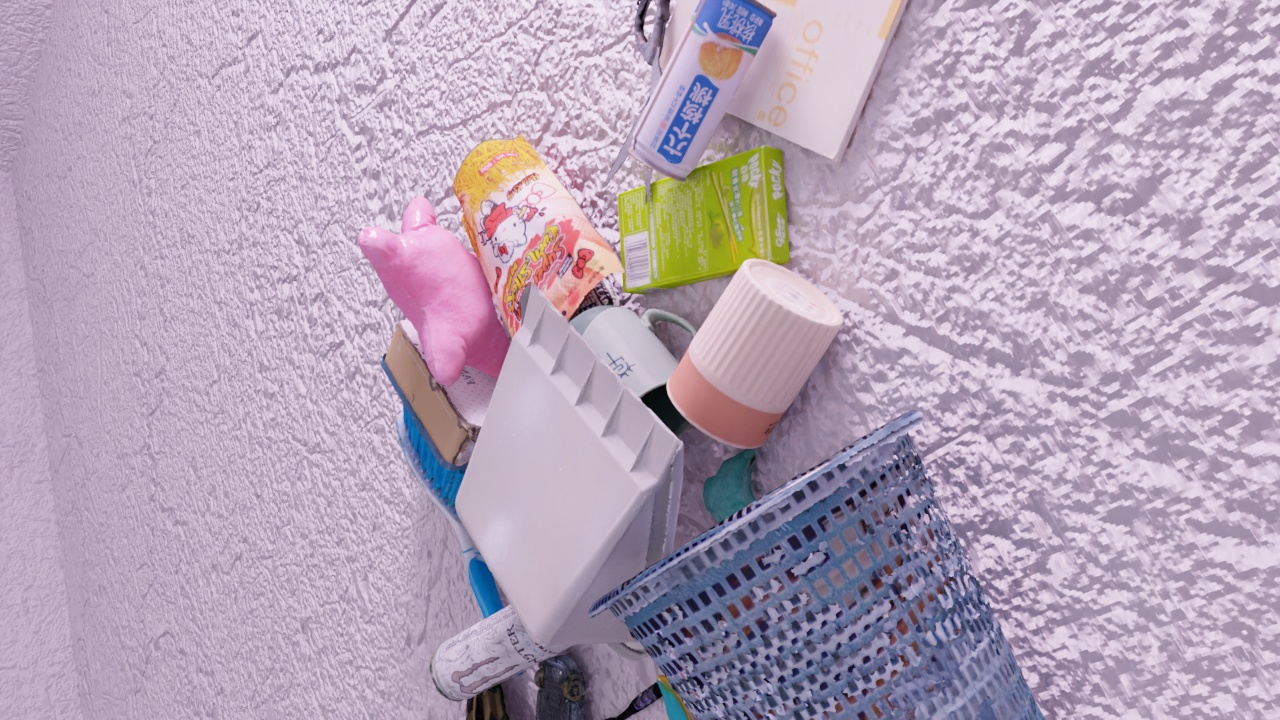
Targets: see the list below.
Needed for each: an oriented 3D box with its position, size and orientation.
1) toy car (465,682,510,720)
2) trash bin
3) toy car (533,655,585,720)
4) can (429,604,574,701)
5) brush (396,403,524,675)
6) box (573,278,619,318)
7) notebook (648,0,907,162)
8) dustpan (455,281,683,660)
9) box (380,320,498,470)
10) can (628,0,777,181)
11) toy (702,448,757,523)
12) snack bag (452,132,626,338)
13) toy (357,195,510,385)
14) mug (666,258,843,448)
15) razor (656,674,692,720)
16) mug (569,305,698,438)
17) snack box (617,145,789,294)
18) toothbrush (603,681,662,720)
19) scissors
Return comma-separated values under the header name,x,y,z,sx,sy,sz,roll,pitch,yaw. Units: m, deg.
name,x,y,z,sx,sy,sz,roll,pitch,yaw
toy car,-0.145,0.355,0.877,0.158,0.042,0.070,-118,37,-49
trash bin,0.114,0.168,0.523,0.227,0.226,0.195,-41,75,38
toy car,-0.071,0.327,0.823,0.054,0.036,0.120,-7,81,50
can,-0.123,0.258,0.836,0.147,0.058,0.058,-33,66,24
brush,-0.175,0.155,0.925,0.314,0.060,0.110,54,131,29
box,-0.068,-0.006,0.820,0.070,0.055,0.165,52,126,18
notebook,0.096,-0.245,0.665,0.206,0.010,0.146,39,117,40
dustpan,-0.037,0.111,0.727,0.222,0.142,0.258,46,115,42
box,-0.186,0.026,0.907,0.184,0.089,0.061,49,124,37
can,0.043,-0.200,0.664,0.053,0.053,0.135,45,115,37
toy,0.071,0.123,0.679,0.097,0.030,0.092,-47,56,40
snack bag,-0.099,-0.103,0.811,0.129,0.073,0.207,-47,52,22
toy,-0.177,-0.060,0.866,0.075,0.178,0.194,-24,104,22
mug,0.076,-0.013,0.646,0.106,0.081,0.114,-59,22,26
razor,0.035,0.312,0.717,0.043,0.028,0.132,134,125,-73
mug,-0.004,0.004,0.726,0.112,0.082,0.106,-42,53,5
snack box,0.044,-0.104,0.708,0.157,0.026,0.085,-9,84,46
toothbrush,0.009,0.274,0.755,0.190,0.016,0.014,-48,57,34
scissors,0.014,-0.217,0.723,0.178,0.014,0.159,-34,62,36
